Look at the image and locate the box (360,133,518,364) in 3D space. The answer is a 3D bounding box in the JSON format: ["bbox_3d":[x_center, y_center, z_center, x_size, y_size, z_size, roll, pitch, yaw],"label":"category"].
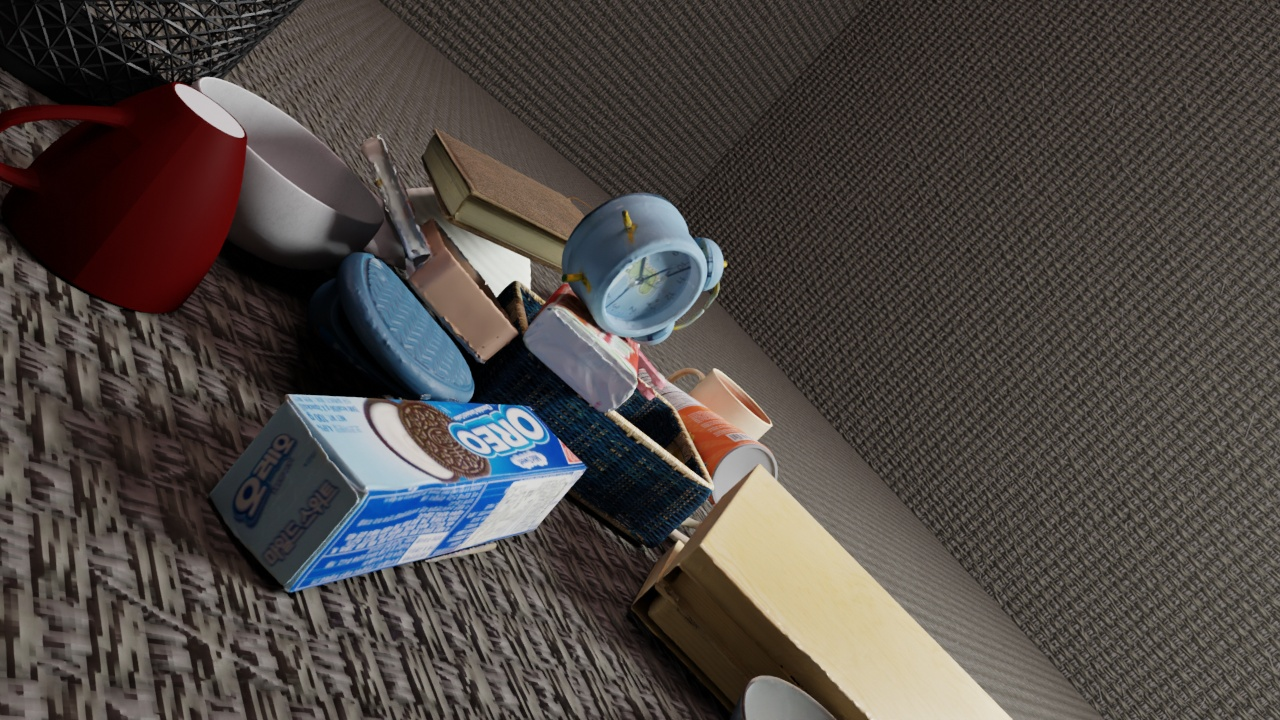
[{"bbox_3d":[-0.148,-0.090,0.638,0.154,0.058,0.216,56,-4,-20],"label":"box"}]

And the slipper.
[{"bbox_3d":[-0.151,-0.014,0.548,0.104,0.059,0.214,49,-6,-18],"label":"slipper"}]

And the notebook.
[{"bbox_3d":[-0.081,-0.116,0.751,0.190,0.034,0.215,23,15,-28],"label":"notebook"}]

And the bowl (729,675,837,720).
[{"bbox_3d":[0.086,0.236,0.458,0.150,0.057,0.150,43,10,-10],"label":"bowl"}]

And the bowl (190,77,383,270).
[{"bbox_3d":[-0.233,-0.106,0.570,0.132,0.064,0.131,42,10,-10],"label":"bowl"}]

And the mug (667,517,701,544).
[{"bbox_3d":[0.070,0.154,0.735,0.122,0.081,0.097,21,7,-8],"label":"mug"}]

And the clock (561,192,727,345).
[{"bbox_3d":[0.006,-0.056,0.610,0.124,0.089,0.051,27,24,-48],"label":"clock"}]

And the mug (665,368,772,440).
[{"bbox_3d":[0.057,0.062,0.924,0.111,0.104,0.085,48,10,25],"label":"mug"}]

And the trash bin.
[{"bbox_3d":[-0.290,-0.284,0.556,0.217,0.243,0.216,42,10,-10],"label":"trash bin"}]

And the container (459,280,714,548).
[{"bbox_3d":[-0.045,0.040,0.698,0.187,0.071,0.145,39,11,-24],"label":"container"}]

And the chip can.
[{"bbox_3d":[0.039,0.066,0.818,0.062,0.062,0.210,38,-2,-30],"label":"chip can"}]

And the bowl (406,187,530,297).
[{"bbox_3d":[-0.150,-0.113,0.858,0.177,0.071,0.177,46,3,-3],"label":"bowl"}]

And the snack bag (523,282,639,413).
[{"bbox_3d":[-0.037,-0.012,0.625,0.077,0.036,0.115,42,10,-8],"label":"snack bag"}]

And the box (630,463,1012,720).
[{"bbox_3d":[0.110,0.214,0.599,0.249,0.123,0.140,44,33,5],"label":"box"}]

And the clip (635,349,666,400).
[{"bbox_3d":[-0.009,0.009,0.720,0.059,0.038,0.022,45,7,14],"label":"clip"}]

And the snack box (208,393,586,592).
[{"bbox_3d":[-0.100,0.058,0.450,0.059,0.059,0.226,43,9,17],"label":"snack box"}]

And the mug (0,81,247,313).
[{"bbox_3d":[-0.233,-0.086,0.417,0.087,0.088,0.114,49,11,28],"label":"mug"}]

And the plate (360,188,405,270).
[{"bbox_3d":[-0.246,-0.124,0.730,0.173,0.019,0.172,42,10,-10],"label":"plate"}]
